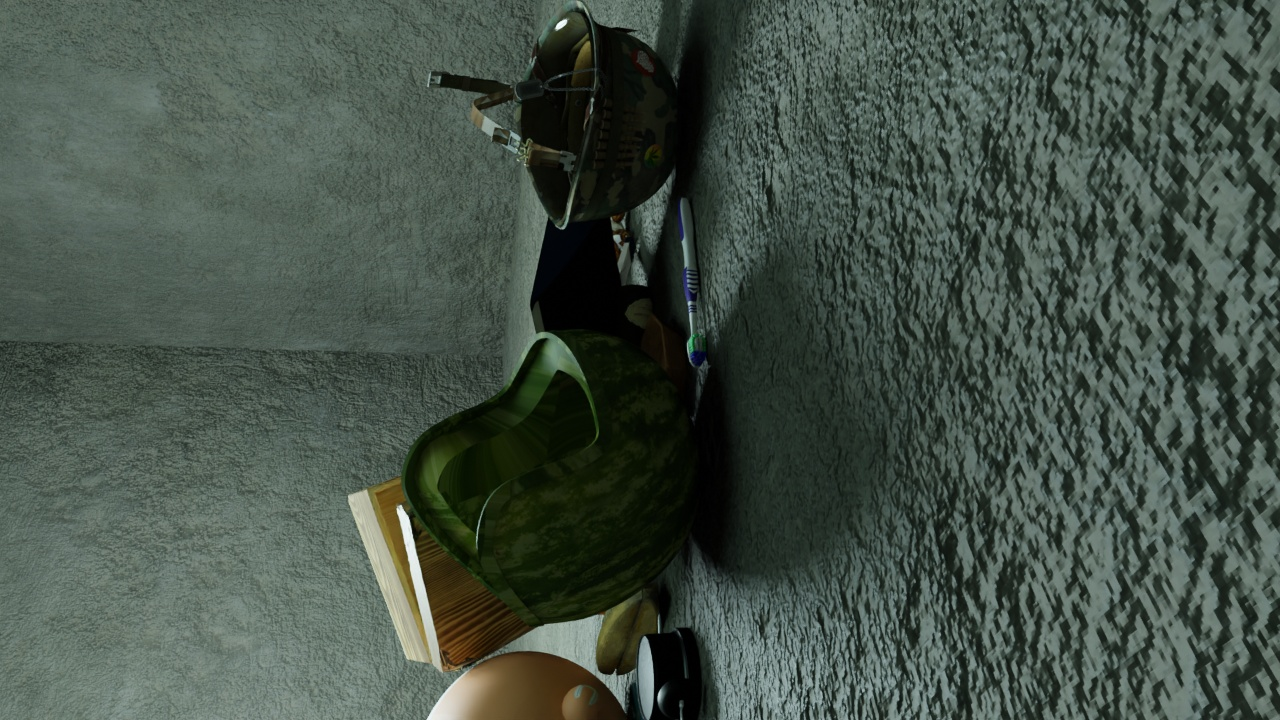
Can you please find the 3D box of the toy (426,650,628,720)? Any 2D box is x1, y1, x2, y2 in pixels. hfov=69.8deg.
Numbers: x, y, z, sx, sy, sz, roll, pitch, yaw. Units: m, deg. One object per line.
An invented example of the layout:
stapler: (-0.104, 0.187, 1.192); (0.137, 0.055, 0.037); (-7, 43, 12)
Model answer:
toy: (-0.125, 0.472, 1.062); (0.262, 0.265, 0.282); (-63, 5, -35)

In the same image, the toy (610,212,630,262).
toy: (-0.050, -0.161, 1.226); (0.087, 0.067, 0.112); (-33, 47, 34)

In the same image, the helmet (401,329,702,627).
helmet: (-0.058, 0.106, 0.828); (0.213, 0.246, 0.243); (17, 149, 54)

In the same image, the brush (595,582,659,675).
brush: (-0.015, 0.298, 1.020); (0.196, 0.059, 0.043); (108, 168, -47)

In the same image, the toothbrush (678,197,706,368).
toothbrush: (0.048, -0.079, 0.879); (0.016, 0.015, 0.186); (125, 145, -61)

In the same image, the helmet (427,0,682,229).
helmet: (-0.073, -0.246, 0.929); (0.192, 0.236, 0.225); (-124, 24, -46)

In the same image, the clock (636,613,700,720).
clock: (0.027, 0.306, 0.858); (0.120, 0.042, 0.091); (-103, 19, -51)

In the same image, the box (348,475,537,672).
box: (-0.176, 0.236, 1.168); (0.221, 0.278, 0.258); (-18, 92, 54)

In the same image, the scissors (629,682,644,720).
scissors: (0.001, 0.415, 1.047); (0.127, 0.012, 0.137); (135, 134, -72)

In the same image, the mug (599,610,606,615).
mug: (-0.042, 0.246, 1.102); (0.113, 0.077, 0.096); (165, 107, -75)

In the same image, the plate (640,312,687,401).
plate: (0.023, 0.017, 0.956); (0.131, 0.025, 0.131); (-179, 91, -78)

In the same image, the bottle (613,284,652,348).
bottle: (-0.006, 0.006, 1.047); (0.045, 0.045, 0.184); (125, 145, -69)

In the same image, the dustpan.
dustpan: (-0.054, -0.061, 1.085); (0.272, 0.080, 0.237); (-86, -9, -48)
